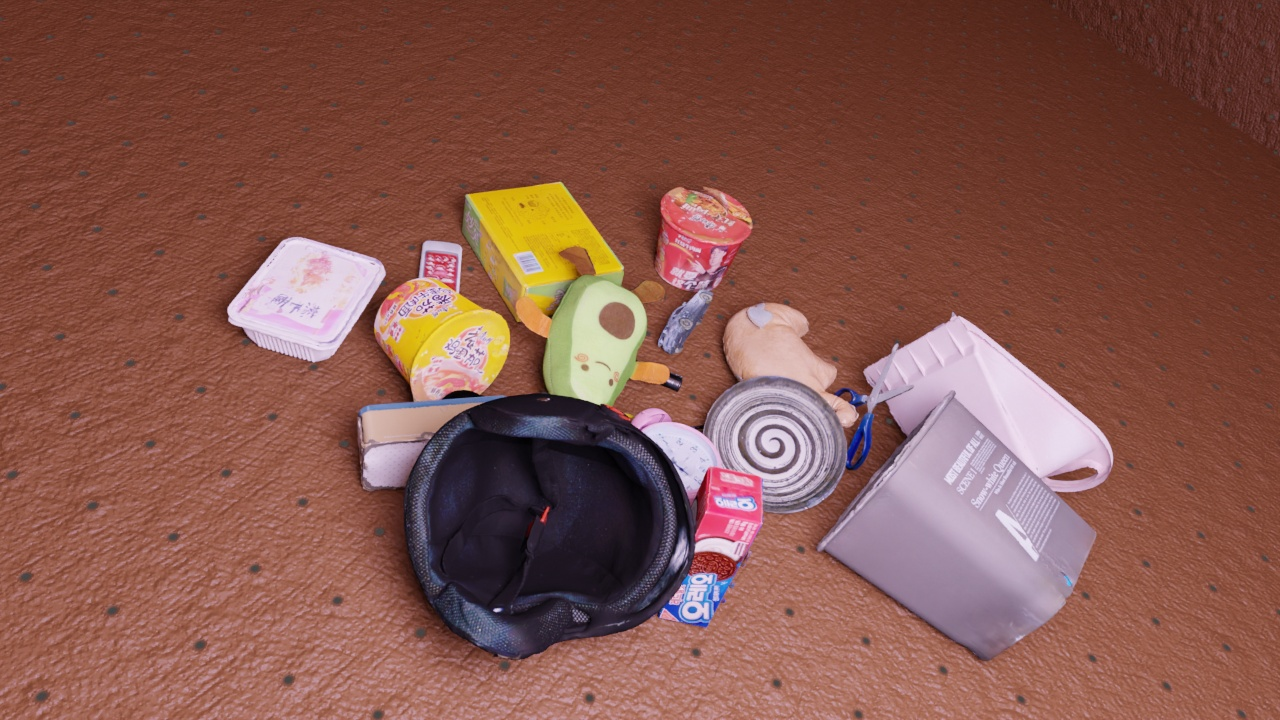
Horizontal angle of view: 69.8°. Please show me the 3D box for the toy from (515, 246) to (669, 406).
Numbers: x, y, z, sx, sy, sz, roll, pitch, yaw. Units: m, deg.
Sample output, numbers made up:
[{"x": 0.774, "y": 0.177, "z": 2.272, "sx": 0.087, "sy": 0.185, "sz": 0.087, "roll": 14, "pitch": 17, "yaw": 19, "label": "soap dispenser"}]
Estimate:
[{"x": -0.056, "y": -0.029, "z": 1.155, "sx": 0.227, "sy": 0.090, "sz": 0.246, "roll": 24, "pitch": 61, "yaw": -19, "label": "toy"}]

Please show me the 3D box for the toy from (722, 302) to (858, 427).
[{"x": 0.195, "y": 0.015, "z": 1.223, "sx": 0.143, "sy": 0.083, "sz": 0.225, "roll": -17, "pitch": 54, "yaw": -14, "label": "toy"}]

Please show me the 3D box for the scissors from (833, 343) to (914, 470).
[{"x": 0.289, "y": 0.059, "z": 1.172, "sx": 0.012, "sy": 0.176, "sz": 0.162, "roll": 15, "pitch": 1, "yaw": -20, "label": "scissors"}]

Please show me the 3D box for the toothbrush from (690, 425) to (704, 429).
[{"x": 0.126, "y": 0.082, "z": 1.181, "sx": 0.188, "sy": 0.014, "sz": 0.016, "roll": -9, "pitch": 57, "yaw": -26, "label": "toothbrush"}]

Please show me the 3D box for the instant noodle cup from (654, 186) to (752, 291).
[{"x": 0.085, "y": -0.174, "z": 1.358, "sx": 0.138, "sy": 0.109, "sz": 0.137, "roll": 9, "pitch": 44, "yaw": -9, "label": "instant noodle cup"}]

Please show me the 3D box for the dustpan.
[{"x": 0.441, "y": 0.066, "z": 1.146, "sx": 0.138, "sy": 0.223, "sz": 0.273, "roll": -24, "pitch": 84, "yaw": -22, "label": "dustpan"}]

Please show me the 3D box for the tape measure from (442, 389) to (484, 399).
[{"x": -0.205, "y": 0.064, "z": 1.063, "sx": 0.057, "sy": 0.057, "sz": 0.039, "roll": 9, "pitch": 44, "yaw": -20, "label": "tape measure"}]

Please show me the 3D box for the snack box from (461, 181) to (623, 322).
[{"x": -0.141, "y": -0.158, "z": 1.298, "sx": 0.157, "sy": 0.070, "sz": 0.210, "roll": -14, "pitch": 51, "yaw": -29, "label": "snack box"}]

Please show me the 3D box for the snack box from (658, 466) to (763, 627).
[{"x": 0.068, "y": 0.191, "z": 0.912, "sx": 0.058, "sy": 0.208, "sz": 0.057, "roll": 12, "pitch": 46, "yaw": -4, "label": "snack box"}]

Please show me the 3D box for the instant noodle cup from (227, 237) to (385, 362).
[{"x": -0.407, "y": -0.069, "z": 1.132, "sx": 0.138, "sy": 0.060, "sz": 0.173, "roll": 17, "pitch": 45, "yaw": -1, "label": "instant noodle cup"}]

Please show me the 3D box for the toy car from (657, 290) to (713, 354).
[{"x": 0.063, "y": -0.056, "z": 1.272, "sx": 0.037, "sy": 0.054, "sz": 0.120, "roll": 31, "pitch": 45, "yaw": 11, "label": "toy car"}]

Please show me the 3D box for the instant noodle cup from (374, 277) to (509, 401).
[{"x": -0.243, "y": -0.027, "z": 1.096, "sx": 0.137, "sy": 0.138, "sz": 0.110, "roll": -27, "pitch": 51, "yaw": -36, "label": "instant noodle cup"}]

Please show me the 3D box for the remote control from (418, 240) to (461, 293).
[{"x": -0.274, "y": -0.116, "z": 1.250, "sx": 0.056, "sy": 0.020, "sz": 0.135, "roll": 5, "pitch": 45, "yaw": -12, "label": "remote control"}]

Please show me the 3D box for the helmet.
[{"x": -0.087, "y": 0.146, "z": 0.890, "sx": 0.274, "sy": 0.233, "sz": 0.230, "roll": 14, "pitch": 5, "yaw": -3, "label": "helmet"}]

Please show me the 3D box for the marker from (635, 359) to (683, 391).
[{"x": -0.007, "y": 0.007, "z": 1.209, "sx": 0.132, "sy": 0.020, "sz": 0.022, "roll": 22, "pitch": 69, "yaw": 5, "label": "marker"}]

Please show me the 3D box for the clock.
[{"x": 0.019, "y": 0.112, "z": 1.016, "sx": 0.158, "sy": 0.060, "sz": 0.117, "roll": 35, "pitch": 44, "yaw": 19, "label": "clock"}]

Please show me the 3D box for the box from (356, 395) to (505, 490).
[{"x": -0.217, "y": 0.090, "z": 1.011, "sx": 0.184, "sy": 0.090, "sz": 0.059, "roll": -4, "pitch": 46, "yaw": -24, "label": "box"}]

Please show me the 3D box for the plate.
[{"x": 0.165, "y": 0.105, "z": 1.134, "sx": 0.179, "sy": 0.024, "sz": 0.179, "roll": 1, "pitch": 65, "yaw": -2, "label": "plate"}]

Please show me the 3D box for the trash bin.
[{"x": 0.356, "y": 0.189, "z": 1.025, "sx": 0.220, "sy": 0.199, "sz": 0.198, "roll": 40, "pitch": 47, "yaw": 14, "label": "trash bin"}]
